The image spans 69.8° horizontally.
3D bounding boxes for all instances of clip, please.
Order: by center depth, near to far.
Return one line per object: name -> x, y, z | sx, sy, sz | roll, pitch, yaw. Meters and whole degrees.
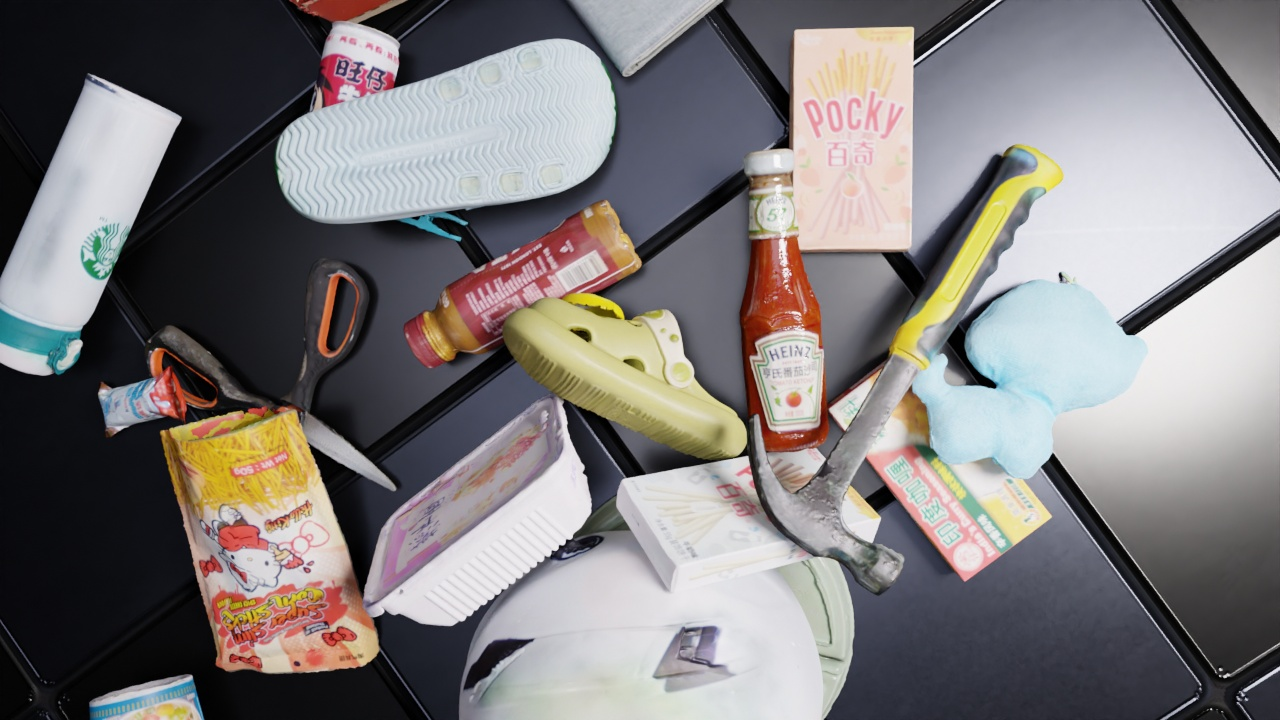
clip -> -0.159, -0.106, 0.695 | 0.057, 0.014, 0.046 | 20, 91, 6

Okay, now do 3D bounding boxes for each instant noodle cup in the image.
instant noodle cup -> -0.105, 0.112, 0.645 | 0.173, 0.138, 0.060 | -39, 109, 6
instant noodle cup -> -0.367, 0.300, 0.691 | 0.099, 0.099, 0.110 | -13, 82, 6

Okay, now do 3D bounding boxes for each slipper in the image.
slipper -> -0.004, 0.004, 0.648 | 0.190, 0.092, 0.081 | 29, 69, -10
slipper -> -0.133, -0.155, 0.659 | 0.245, 0.074, 0.104 | -16, 98, -11

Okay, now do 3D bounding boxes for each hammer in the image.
hammer -> 0.183, -0.017, 0.604 | 0.126, 0.032, 0.322 | 33, 75, 7

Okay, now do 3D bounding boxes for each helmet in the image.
helmet -> -0.008, 0.233, 0.596 | 0.259, 0.146, 0.229 | -10, 90, 6

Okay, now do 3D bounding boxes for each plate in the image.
plate -> 0.042, 0.198, 0.678 | 0.230, 0.027, 0.230 | 0, 91, 6

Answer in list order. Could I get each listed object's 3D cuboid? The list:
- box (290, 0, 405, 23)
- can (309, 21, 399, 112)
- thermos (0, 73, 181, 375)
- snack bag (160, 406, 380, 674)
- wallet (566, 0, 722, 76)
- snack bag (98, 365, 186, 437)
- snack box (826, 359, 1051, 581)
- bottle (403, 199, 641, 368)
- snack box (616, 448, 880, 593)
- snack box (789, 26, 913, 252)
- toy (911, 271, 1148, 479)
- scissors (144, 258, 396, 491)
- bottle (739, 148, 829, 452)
box -> -0.179, -0.313, 0.647 | 0.168, 0.077, 0.091 | -18, 90, 14
can -> -0.217, -0.176, 0.678 | 0.053, 0.053, 0.133 | 14, 93, 5
thermos -> -0.425, -0.097, 0.694 | 0.073, 0.073, 0.224 | 27, 94, 4
snack bag -> -0.280, 0.140, 0.686 | 0.128, 0.073, 0.208 | -8, 104, 5
wallet -> -0.010, -0.290, 0.663 | 0.106, 0.037, 0.129 | -38, 87, 7
snack bag -> -0.384, 0.032, 0.705 | 0.104, 0.026, 0.048 | -7, 94, 25
snack box -> 0.211, 0.072, 0.657 | 0.077, 0.027, 0.156 | -38, 88, 5
bottle -> -0.088, -0.051, 0.667 | 0.175, 0.057, 0.057 | -28, 89, 5
snack box -> 0.071, 0.101, 0.610 | 0.156, 0.084, 0.027 | -8, 125, -25
snack box -> 0.150, -0.156, 0.657 | 0.084, 0.026, 0.157 | 0, 92, 6
toy -> 0.269, 0.005, 0.632 | 0.161, 0.050, 0.156 | 12, 79, -1
scissors -> -0.282, 0.027, 0.706 | 0.221, 0.021, 0.230 | 16, 95, 5
bottle -> 0.096, -0.041, 0.636 | 0.060, 0.059, 0.206 | -5, 99, 5
